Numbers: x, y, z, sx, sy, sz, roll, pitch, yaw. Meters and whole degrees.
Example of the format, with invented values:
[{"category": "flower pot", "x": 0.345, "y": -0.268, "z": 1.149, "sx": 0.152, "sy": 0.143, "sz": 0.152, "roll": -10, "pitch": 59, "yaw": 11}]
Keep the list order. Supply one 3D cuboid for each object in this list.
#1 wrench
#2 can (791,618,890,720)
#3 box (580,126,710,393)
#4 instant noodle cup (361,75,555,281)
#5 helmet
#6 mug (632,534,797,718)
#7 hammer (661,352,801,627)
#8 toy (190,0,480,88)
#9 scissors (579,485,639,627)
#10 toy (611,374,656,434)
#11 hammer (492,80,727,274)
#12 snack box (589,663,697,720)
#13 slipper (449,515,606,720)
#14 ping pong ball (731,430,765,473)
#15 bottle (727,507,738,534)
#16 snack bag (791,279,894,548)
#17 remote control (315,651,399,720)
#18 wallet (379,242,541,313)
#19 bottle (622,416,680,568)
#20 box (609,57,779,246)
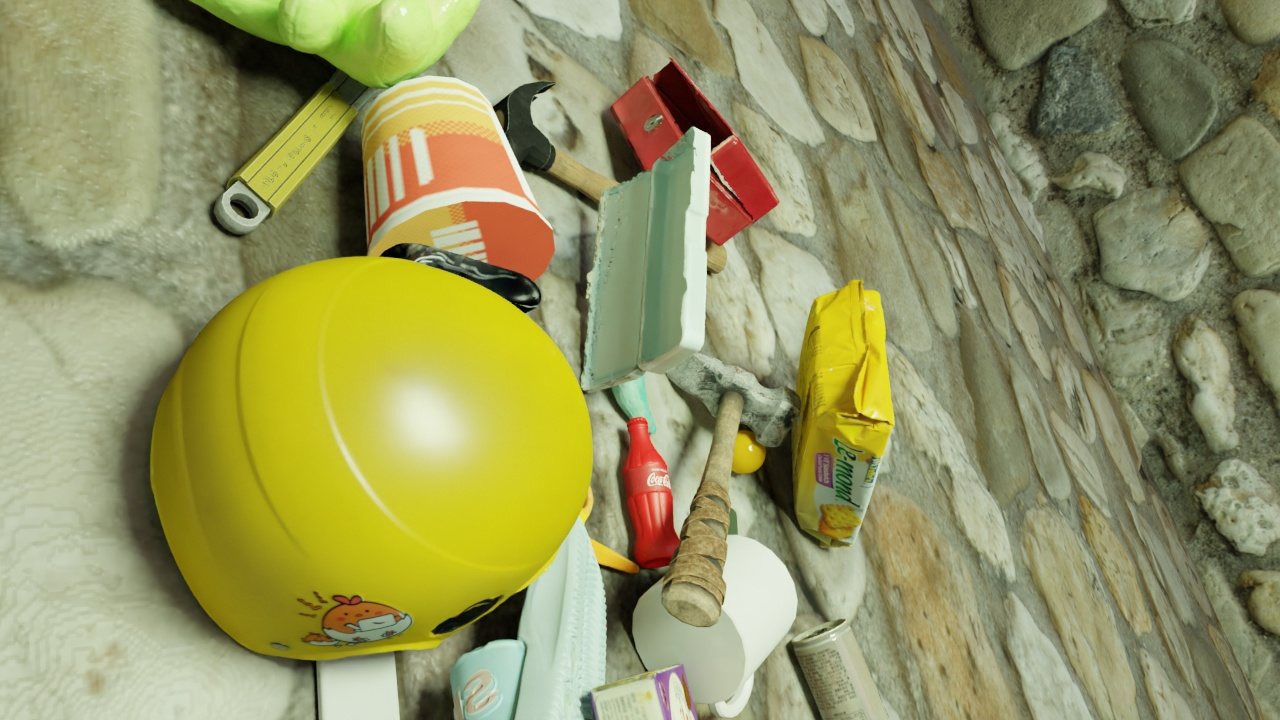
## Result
[{"category": "wrench", "x": -0.222, "y": -0.174, "z": 0.641, "sx": 0.083, "sy": 0.018, "sz": 0.272, "roll": 44, "pitch": 37, "yaw": -23}, {"category": "can", "x": 0.180, "y": 0.296, "z": 0.787, "sx": 0.054, "sy": 0.054, "sz": 0.135, "roll": -7, "pitch": 71, "yaw": -54}, {"category": "box", "x": 0.007, "y": -0.078, "z": 0.738, "sx": 0.040, "sy": 0.135, "sz": 0.196, "roll": 21, "pitch": 59, "yaw": -29}, {"category": "instant noodle cup", "x": -0.134, "y": -0.116, "z": 0.629, "sx": 0.123, "sy": 0.124, "sz": 0.121, "roll": 13, "pitch": 50, "yaw": -47}, {"category": "helmet", "x": -0.115, "y": 0.034, "z": 0.471, "sx": 0.239, "sy": 0.140, "sz": 0.209, "roll": -4, "pitch": 68, "yaw": -31}, {"category": "mug", "x": 0.059, "y": 0.202, "z": 0.674, "sx": 0.089, "sy": 0.091, "sz": 0.121, "roll": -23, "pitch": 102, "yaw": -56}, {"category": "hammer", "x": 0.058, "y": 0.087, "z": 0.709, "sx": 0.121, "sy": 0.049, "sz": 0.317, "roll": 26, "pitch": 28, "yaw": -2}, {"category": "toy", "x": -0.217, "y": -0.251, "z": 0.616, "sx": 0.197, "sy": 0.107, "sz": 0.149, "roll": 21, "pitch": 45, "yaw": 6}, {"category": "scissors", "x": -0.049, "y": 0.131, "z": 0.650, "sx": 0.128, "sy": 0.011, "sz": 0.125, "roll": -2, "pitch": 67, "yaw": -51}, {"category": "toy", "x": -0.005, "y": 0.005, "z": 0.785, "sx": 0.085, "sy": 0.033, "sz": 0.105, "roll": 52, "pitch": 35, "yaw": -38}, {"category": "hammer", "x": -0.019, "y": -0.157, "z": 0.880, "sx": 0.305, "sy": 0.040, "sz": 0.132, "roll": 23, "pitch": 52, "yaw": -43}, {"category": "snack box", "x": 0.018, "y": 0.262, "z": 0.552, "sx": 0.148, "sy": 0.040, "sz": 0.143, "roll": 59, "pitch": 15, "yaw": -72}, {"category": "slipper", "x": -0.064, "y": 0.189, "z": 0.524, "sx": 0.244, "sy": 0.074, "sz": 0.104, "roll": -86, "pitch": 165, "yaw": -53}, {"category": "ping pong ball", "x": 0.095, "y": 0.084, "z": 0.844, "sx": 0.040, "sy": 0.040, "sz": 0.040, "roll": 31, "pitch": 44, "yaw": -36}, {"category": "bottle", "x": 0.070, "y": 0.172, "z": 0.761, "sx": 0.025, "sy": 0.025, "sz": 0.105, "roll": 33, "pitch": 43, "yaw": -35}, {"category": "snack bag", "x": 0.182, "y": 0.053, "z": 0.860, "sx": 0.248, "sy": 0.068, "sz": 0.159, "roll": 86, "pitch": 9, "yaw": -52}, {"category": "remote control", "x": -0.158, "y": 0.142, "z": 0.504, "sx": 0.045, "sy": 0.008, "sz": 0.146, "roll": 15, "pitch": 54, "yaw": -46}, {"category": "wallet", "x": -0.134, "y": -0.041, "z": 0.596, "sx": 0.114, "sy": 0.089, "sz": 0.026, "roll": 15, "pitch": 60, "yaw": -48}, {"category": "bottle", "x": 0.006, "y": 0.101, "z": 0.720, "sx": 0.036, "sy": 0.036, "sz": 0.118, "roll": 20, "pitch": 51, "yaw": -44}, {"category": "box", "x": 0.053, "y": -0.208, "z": 0.926, "sx": 0.129, "sy": 0.093, "sz": 0.157, "roll": 34, "pitch": 21, "yaw": -47}]
